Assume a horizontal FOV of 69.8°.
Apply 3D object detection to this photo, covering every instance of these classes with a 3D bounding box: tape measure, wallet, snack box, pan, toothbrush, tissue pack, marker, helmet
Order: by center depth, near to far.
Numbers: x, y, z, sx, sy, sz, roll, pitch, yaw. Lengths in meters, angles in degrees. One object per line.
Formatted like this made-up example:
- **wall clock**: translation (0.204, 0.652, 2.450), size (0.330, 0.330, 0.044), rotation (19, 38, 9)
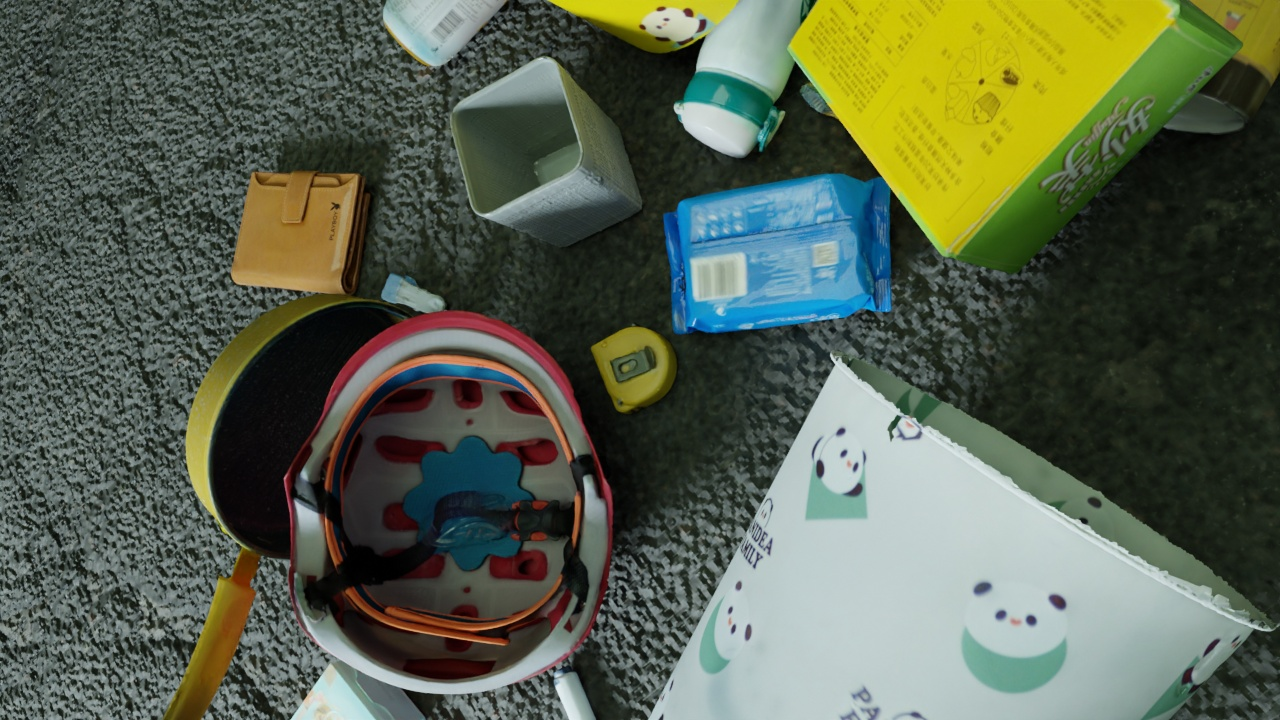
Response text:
- **snack box**: translation (0.191, -0.177, 0.519), size (0.158, 0.070, 0.210), rotation (-54, 45, 36)
- **toothbrush**: translation (0.171, -0.126, 0.607), size (0.191, 0.018, 0.016), rotation (50, 129, 22)
- **tissue pack**: translation (0.092, -0.069, 0.617), size (0.157, 0.052, 0.095), rotation (-6, 82, 24)
- **helmet**: translation (-0.123, 0.099, 0.634), size (0.207, 0.144, 0.239), rotation (0, 76, -3)
- **pan**: translation (-0.254, 0.118, 0.637), size (0.078, 0.198, 0.356), rotation (22, 73, 33)
- **marker**: translation (-0.031, 0.277, 0.639), size (0.023, 0.018, 0.130), rotation (-36, 69, 25)
- **tape measure**: translation (-0.004, 0.004, 0.662), size (0.057, 0.029, 0.060), rotation (-28, 72, 18)
- **snack box**: translation (-0.247, 0.319, 0.712), size (0.074, 0.051, 0.175), rotation (39, 98, 23)
- **wallet**: translation (-0.302, -0.115, 0.816), size (0.132, 0.031, 0.107), rotation (7, 87, 24)

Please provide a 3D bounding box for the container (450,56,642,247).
- **container**: translation (-0.061, -0.142, 0.663), size (0.090, 0.114, 0.090), rotation (-22, 74, 20)

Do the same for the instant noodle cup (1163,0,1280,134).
- **instant noodle cup**: translation (0.310, -0.195, 0.506), size (0.118, 0.118, 0.114), rotation (24, 100, 26)

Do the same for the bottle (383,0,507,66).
- **bottle**: translation (-0.126, -0.325, 0.746), size (0.190, 0.068, 0.068), rotation (-41, 68, 14)

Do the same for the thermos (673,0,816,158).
- **thermos**: translation (0.094, -0.253, 0.637), size (0.073, 0.073, 0.224), rotation (22, 92, 26)

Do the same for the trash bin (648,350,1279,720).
- **trash bin**: translation (0.133, 0.159, 0.476), size (0.229, 0.229, 0.252), rotation (35, 102, 25)

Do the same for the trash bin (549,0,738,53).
- **trash bin**: translation (-0.046, -0.340, 0.579), size (0.230, 0.255, 0.229), rotation (-26, 55, 43)

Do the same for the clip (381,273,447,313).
- **clip**: translation (-0.184, -0.051, 0.758), size (0.058, 0.045, 0.027), rotation (27, 90, 16)
